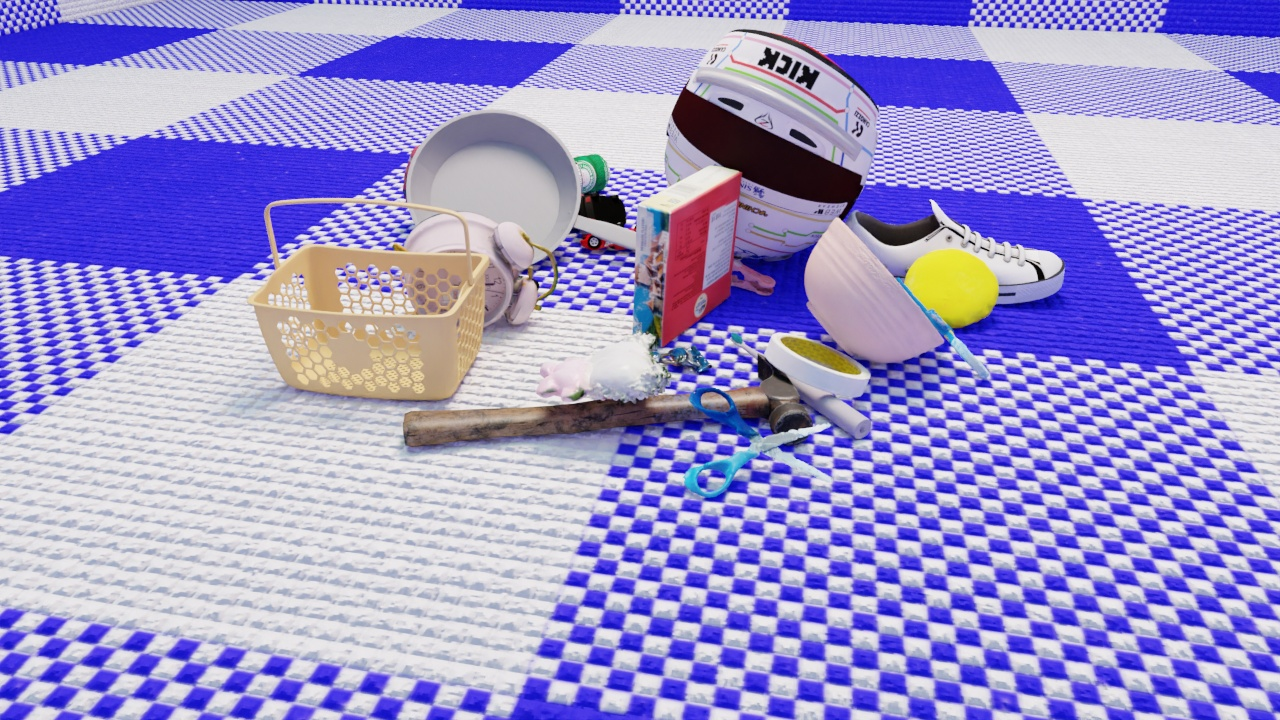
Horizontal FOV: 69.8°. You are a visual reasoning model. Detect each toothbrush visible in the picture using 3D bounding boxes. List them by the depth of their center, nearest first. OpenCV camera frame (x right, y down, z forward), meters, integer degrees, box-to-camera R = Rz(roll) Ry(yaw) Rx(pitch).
[{"bbox_3d":[0.136,0.017,0.826,0.018,0.019,0.188,-21,35,-23],"label":"toothbrush"}]

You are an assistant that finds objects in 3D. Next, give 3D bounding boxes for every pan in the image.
[{"bbox_3d":[-0.098,-0.170,1.080,0.356,0.200,0.051,21,-14,-2],"label":"pan"}]

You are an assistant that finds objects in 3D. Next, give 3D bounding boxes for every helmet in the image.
[{"bbox_3d":[0.141,-0.231,1.046,0.231,0.236,0.313,28,17,7],"label":"helmet"}]

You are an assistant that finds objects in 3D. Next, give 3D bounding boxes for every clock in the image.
[{"bbox_3d":[-0.161,-0.085,0.916,0.158,0.117,0.058,-3,40,-6],"label":"clock"}]

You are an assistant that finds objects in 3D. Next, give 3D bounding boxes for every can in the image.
[{"bbox_3d":[-0.093,-0.257,1.286,0.101,0.053,0.053,-18,34,-30],"label":"can"}]

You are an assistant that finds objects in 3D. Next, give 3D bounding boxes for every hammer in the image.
[{"bbox_3d":[-0.031,0.041,0.776,0.330,0.033,0.120,-4,25,-7],"label":"hammer"}]

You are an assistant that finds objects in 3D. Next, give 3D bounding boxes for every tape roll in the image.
[{"bbox_3d":[0.158,0.003,0.818,0.094,0.019,0.094,19,17,-6],"label":"tape roll"}]

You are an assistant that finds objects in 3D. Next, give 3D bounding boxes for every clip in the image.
[{"bbox_3d":[0.118,-0.086,1.017,0.060,0.045,0.023,43,43,5],"label":"clip"}]

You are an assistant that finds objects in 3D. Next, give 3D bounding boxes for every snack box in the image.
[{"bbox_3d":[0.047,-0.106,0.919,0.040,0.145,0.142,20,35,26],"label":"snack box"}]

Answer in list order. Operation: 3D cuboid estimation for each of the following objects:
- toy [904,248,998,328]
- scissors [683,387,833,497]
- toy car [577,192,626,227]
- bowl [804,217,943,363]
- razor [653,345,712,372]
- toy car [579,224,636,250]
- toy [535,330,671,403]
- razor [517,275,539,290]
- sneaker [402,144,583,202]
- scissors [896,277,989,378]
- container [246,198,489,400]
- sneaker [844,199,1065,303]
[{"bbox_3d":[0.321,-0.075,0.949,0.095,0.041,0.094,-9,63,4],"label":"toy"},{"bbox_3d":[0.088,0.057,0.716,0.129,0.014,0.118,-15,60,-9],"label":"scissors"},{"bbox_3d":[-0.052,-0.186,1.157,0.036,0.042,0.091,-10,0,33],"label":"toy car"},{"bbox_3d":[0.206,-0.053,0.861,0.076,0.153,0.152,-40,27,14],"label":"bowl"},{"bbox_3d":[-0.005,0.005,0.849,0.140,0.018,0.044,-10,31,-18],"label":"razor"},{"bbox_3d":[-0.027,-0.147,1.116,0.089,0.025,0.038,-7,20,5],"label":"toy car"},{"bbox_3d":[-0.032,0.013,0.755,0.109,0.041,0.095,-9,24,-2],"label":"toy"},{"bbox_3d":[-0.181,-0.092,1.023,0.144,0.021,0.044,9,30,12],"label":"razor"},{"bbox_3d":[-0.182,-0.204,1.179,0.241,0.091,0.116,15,32,-14],"label":"sneaker"},{"bbox_3d":[0.286,-0.030,0.867,0.130,0.014,0.125,52,17,26],"label":"scissors"},{"bbox_3d":[-0.238,-0.061,0.814,0.183,0.167,0.129,5,29,7],"label":"container"},{"bbox_3d":[0.339,-0.129,1.010,0.246,0.097,0.091,9,30,16],"label":"sneaker"}]
